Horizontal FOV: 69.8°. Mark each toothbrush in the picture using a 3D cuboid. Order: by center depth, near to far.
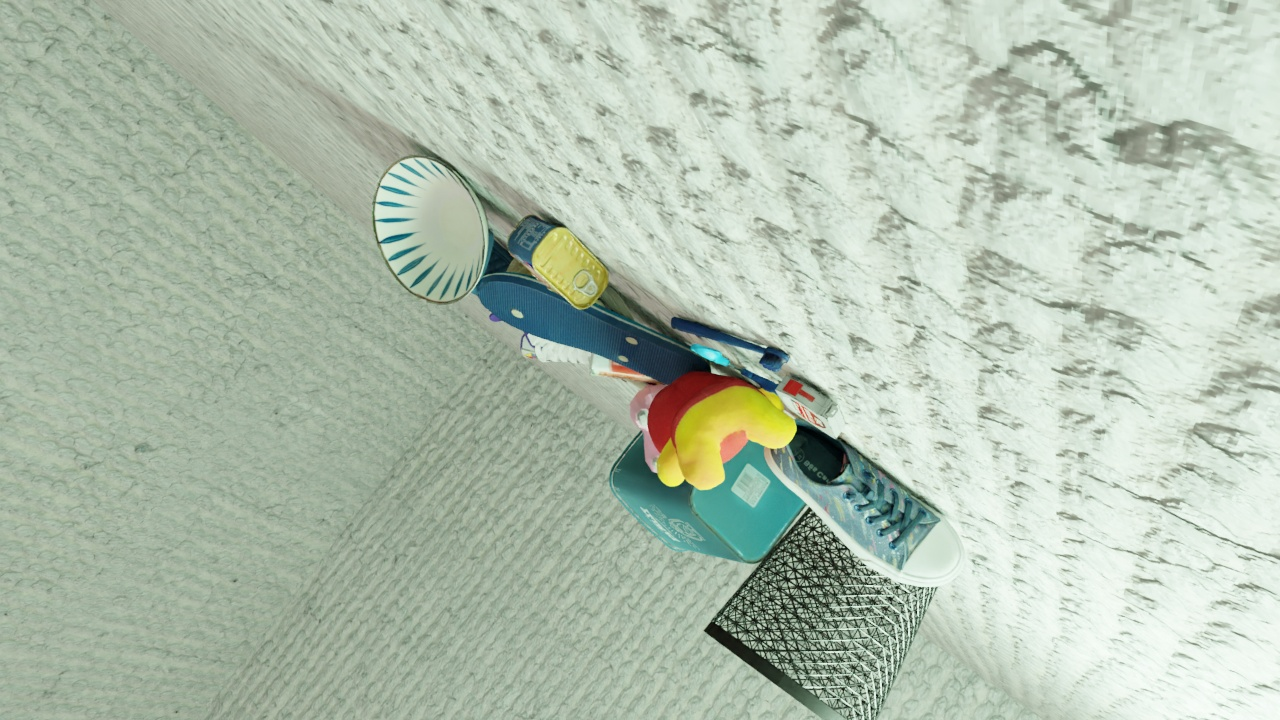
[{"bbox_3d":[0.077,-0.017,0.855,0.016,0.017,0.190,41,172,-29],"label":"toothbrush"}]

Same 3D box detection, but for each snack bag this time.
[{"bbox_3d":[-0.007,0.007,1.153,0.116,0.036,0.077,7,175,-5],"label":"snack bag"}]

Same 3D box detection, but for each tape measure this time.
[{"bbox_3d":[0.156,0.040,0.831,0.062,0.020,0.060,34,173,28],"label":"tape measure"}]

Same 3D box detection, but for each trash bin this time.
[{"bbox_3d":[0.233,0.282,1.083,0.217,0.243,0.217,35,169,7],"label":"trash bin"},{"bbox_3d":[0.105,0.174,1.305,0.196,0.199,0.219,45,165,-17],"label":"trash bin"}]

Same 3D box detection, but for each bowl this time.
[{"bbox_3d":[-0.232,-0.160,1.094,0.177,0.178,0.070,35,-146,18],"label":"bowl"}]

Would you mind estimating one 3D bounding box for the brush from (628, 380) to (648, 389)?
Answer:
[{"bbox_3d":[-0.039,0.004,1.317,0.061,0.077,0.272,-5,-152,-41],"label":"brush"}]

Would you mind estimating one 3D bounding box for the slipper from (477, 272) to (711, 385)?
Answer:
[{"bbox_3d":[-0.049,-0.050,1.068,0.295,0.060,0.118,22,156,4],"label":"slipper"}]

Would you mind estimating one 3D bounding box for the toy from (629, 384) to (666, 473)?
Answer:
[{"bbox_3d":[0.029,0.090,1.172,0.157,0.067,0.123,-115,6,-84],"label":"toy"}]

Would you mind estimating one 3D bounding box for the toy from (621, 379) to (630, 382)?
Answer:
[{"bbox_3d":[-0.030,-0.001,1.398,0.087,0.050,0.112,34,178,20],"label":"toy"}]

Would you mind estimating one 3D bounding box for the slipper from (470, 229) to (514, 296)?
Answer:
[{"bbox_3d":[-0.227,-0.144,1.253,0.059,0.103,0.213,6,164,33],"label":"slipper"}]

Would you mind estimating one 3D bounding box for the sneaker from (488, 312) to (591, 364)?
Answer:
[{"bbox_3d":[-0.103,-0.034,1.251,0.244,0.111,0.092,36,173,10],"label":"sneaker"}]

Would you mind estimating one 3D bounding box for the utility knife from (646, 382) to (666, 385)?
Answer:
[{"bbox_3d":[0.024,0.028,1.426,0.029,0.020,0.174,30,173,-7],"label":"utility knife"}]

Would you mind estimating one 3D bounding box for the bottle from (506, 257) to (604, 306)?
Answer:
[{"bbox_3d":[-0.092,-0.075,1.151,0.162,0.056,0.056,40,173,-28],"label":"bottle"}]

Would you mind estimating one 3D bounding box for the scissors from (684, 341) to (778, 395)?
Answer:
[{"bbox_3d":[0.093,0.008,0.889,0.133,0.014,0.127,27,180,20],"label":"scissors"}]

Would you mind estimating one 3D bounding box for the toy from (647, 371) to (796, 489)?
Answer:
[{"bbox_3d":[0.074,0.065,0.965,0.216,0.147,0.099,-155,42,-81],"label":"toy"}]

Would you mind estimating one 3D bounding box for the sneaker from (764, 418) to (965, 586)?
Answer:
[{"bbox_3d":[0.224,0.142,0.934,0.235,0.087,0.079,38,169,17],"label":"sneaker"}]

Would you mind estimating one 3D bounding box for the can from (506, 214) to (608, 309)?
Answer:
[{"bbox_3d":[-0.086,-0.102,0.950,0.059,0.054,0.100,31,171,47],"label":"can"}]
